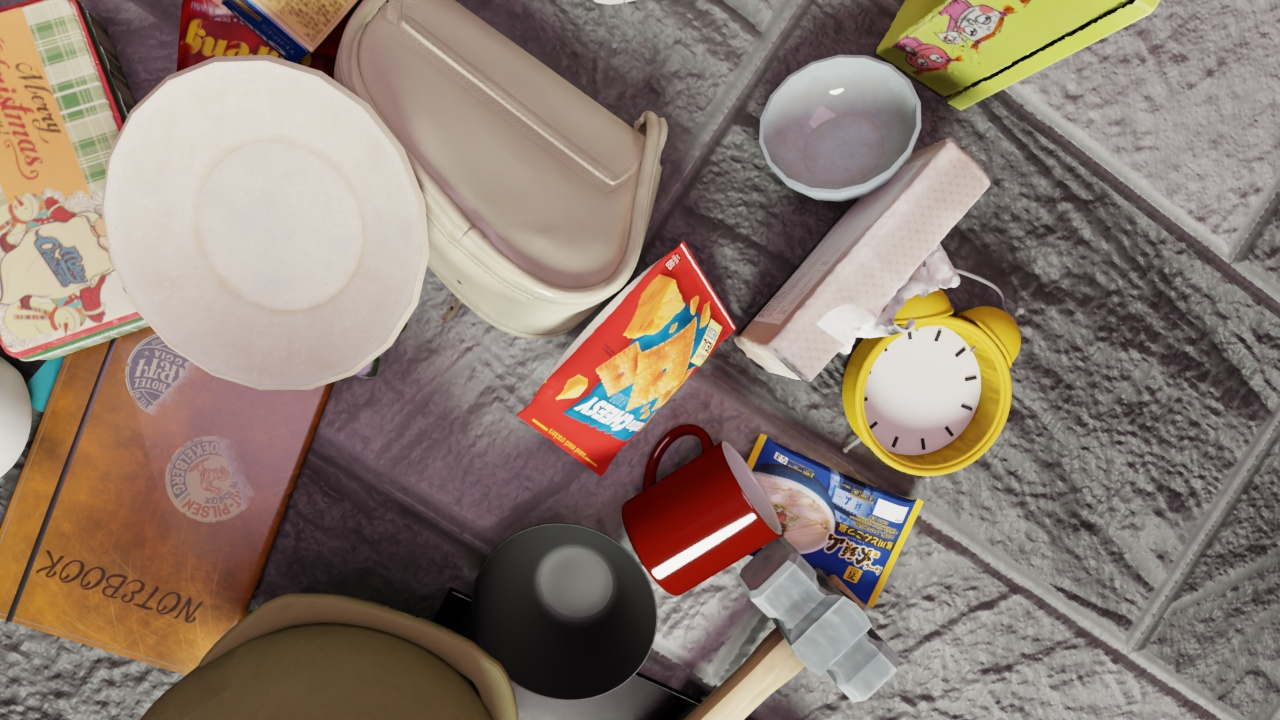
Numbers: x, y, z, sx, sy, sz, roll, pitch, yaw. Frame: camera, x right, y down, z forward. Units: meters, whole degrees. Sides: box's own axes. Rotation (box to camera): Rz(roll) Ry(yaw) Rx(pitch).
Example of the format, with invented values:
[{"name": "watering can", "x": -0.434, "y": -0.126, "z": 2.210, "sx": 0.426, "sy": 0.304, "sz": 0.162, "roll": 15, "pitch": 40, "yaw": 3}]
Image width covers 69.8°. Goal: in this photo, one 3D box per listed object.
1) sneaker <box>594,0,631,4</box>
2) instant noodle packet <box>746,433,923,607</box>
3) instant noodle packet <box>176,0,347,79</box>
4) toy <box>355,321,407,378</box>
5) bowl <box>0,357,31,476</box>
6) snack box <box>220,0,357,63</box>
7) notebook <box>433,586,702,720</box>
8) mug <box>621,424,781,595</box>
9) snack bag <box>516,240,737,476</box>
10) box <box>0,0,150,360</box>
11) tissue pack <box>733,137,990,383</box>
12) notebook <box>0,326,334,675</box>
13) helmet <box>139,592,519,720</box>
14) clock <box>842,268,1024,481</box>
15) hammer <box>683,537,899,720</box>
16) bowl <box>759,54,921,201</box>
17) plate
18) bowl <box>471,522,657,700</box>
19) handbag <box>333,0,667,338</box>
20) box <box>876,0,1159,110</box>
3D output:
[{"name": "sneaker", "x": 0.061, "y": -0.324, "z": 0.602, "sx": 0.236, "sy": 0.090, "sz": 0.104, "roll": -19, "pitch": 90, "yaw": -2}, {"name": "instant noodle packet", "x": 0.129, "y": 0.117, "z": 0.666, "sx": 0.134, "sy": 0.026, "sz": 0.087, "roll": 23, "pitch": 95, "yaw": -9}, {"name": "instant noodle packet", "x": -0.241, "y": -0.212, "z": 0.589, "sx": 0.098, "sy": 0.040, "sz": 0.135, "roll": 5, "pitch": 92, "yaw": -15}, {"name": "toy", "x": -0.211, "y": -0.020, "z": 0.596, "sx": 0.099, "sy": 0.037, "sz": 0.080, "roll": 23, "pitch": 50, "yaw": -5}, {"name": "bowl", "x": -0.430, "y": 0.035, "z": 0.556, "sx": 0.116, "sy": 0.065, "sz": 0.116, "roll": 0, "pitch": 91, "yaw": 9}, {"name": "snack box", "x": -0.166, "y": -0.277, "z": 0.562, "sx": 0.056, "sy": 0.057, "sz": 0.206, "roll": 41, "pitch": 76, "yaw": -27}, {"name": "notebook", "x": -0.076, "y": 0.273, "z": 0.655, "sx": 0.206, "sy": 0.016, "sz": 0.149, "roll": 27, "pitch": 89, "yaw": -8}, {"name": "mug", "x": 0.035, "y": 0.095, "z": 0.629, "sx": 0.083, "sy": 0.073, "sz": 0.105, "roll": -34, "pitch": 56, "yaw": 12}, {"name": "snack bag", "x": -0.004, "y": 0.003, "z": 0.603, "sx": 0.144, "sy": 0.131, "sz": 0.039, "roll": -47, "pitch": 59, "yaw": -3}, {"name": "box", "x": -0.360, "y": -0.110, "z": 0.564, "sx": 0.117, "sy": 0.050, "sz": 0.205, "roll": -19, "pitch": 90, "yaw": -10}, {"name": "tissue pack", "x": 0.153, "y": -0.058, "z": 0.619, "sx": 0.181, "sy": 0.104, "sz": 0.071, "roll": -45, "pitch": 100, "yaw": -4}, {"name": "notebook", "x": -0.323, "y": 0.071, "z": 0.609, "sx": 0.178, "sy": 0.014, "sz": 0.249, "roll": 21, "pitch": 91, "yaw": -9}, {"name": "helmet", "x": -0.175, "y": 0.250, "z": 0.508, "sx": 0.250, "sy": 0.255, "sz": 0.233, "roll": 22, "pitch": 94, "yaw": -10}, {"name": "clock", "x": 0.208, "y": 0.009, "z": 0.658, "sx": 0.113, "sy": 0.052, "sz": 0.152, "roll": 19, "pitch": 96, "yaw": -8}, {"name": "hammer", "x": 0.028, "y": 0.270, "z": 0.635, "sx": 0.323, "sy": 0.051, "sz": 0.117, "roll": -44, "pitch": 103, "yaw": 0}, {"name": "bowl", "x": 0.137, "y": -0.152, "z": 0.628, "sx": 0.106, "sy": 0.039, "sz": 0.106, "roll": -6, "pitch": 70, "yaw": 16}, {"name": "plate", "x": -0.212, "y": -0.076, "z": 0.530, "sx": 0.189, "sy": 0.027, "sz": 0.189, "roll": 1, "pitch": 105, "yaw": 4}, {"name": "bowl", "x": -0.048, "y": 0.161, "z": 0.627, "sx": 0.124, "sy": 0.052, "sz": 0.124, "roll": 1, "pitch": 100, "yaw": 6}, {"name": "handbag", "x": -0.100, "y": -0.132, "z": 0.601, "sx": 0.229, "sy": 0.132, "sz": 0.183, "roll": 36, "pitch": 64, "yaw": -12}, {"name": "box", "x": 0.242, "y": -0.245, "z": 0.558, "sx": 0.082, "sy": 0.221, "sz": 0.124, "roll": 29, "pitch": 87, "yaw": -9}]
